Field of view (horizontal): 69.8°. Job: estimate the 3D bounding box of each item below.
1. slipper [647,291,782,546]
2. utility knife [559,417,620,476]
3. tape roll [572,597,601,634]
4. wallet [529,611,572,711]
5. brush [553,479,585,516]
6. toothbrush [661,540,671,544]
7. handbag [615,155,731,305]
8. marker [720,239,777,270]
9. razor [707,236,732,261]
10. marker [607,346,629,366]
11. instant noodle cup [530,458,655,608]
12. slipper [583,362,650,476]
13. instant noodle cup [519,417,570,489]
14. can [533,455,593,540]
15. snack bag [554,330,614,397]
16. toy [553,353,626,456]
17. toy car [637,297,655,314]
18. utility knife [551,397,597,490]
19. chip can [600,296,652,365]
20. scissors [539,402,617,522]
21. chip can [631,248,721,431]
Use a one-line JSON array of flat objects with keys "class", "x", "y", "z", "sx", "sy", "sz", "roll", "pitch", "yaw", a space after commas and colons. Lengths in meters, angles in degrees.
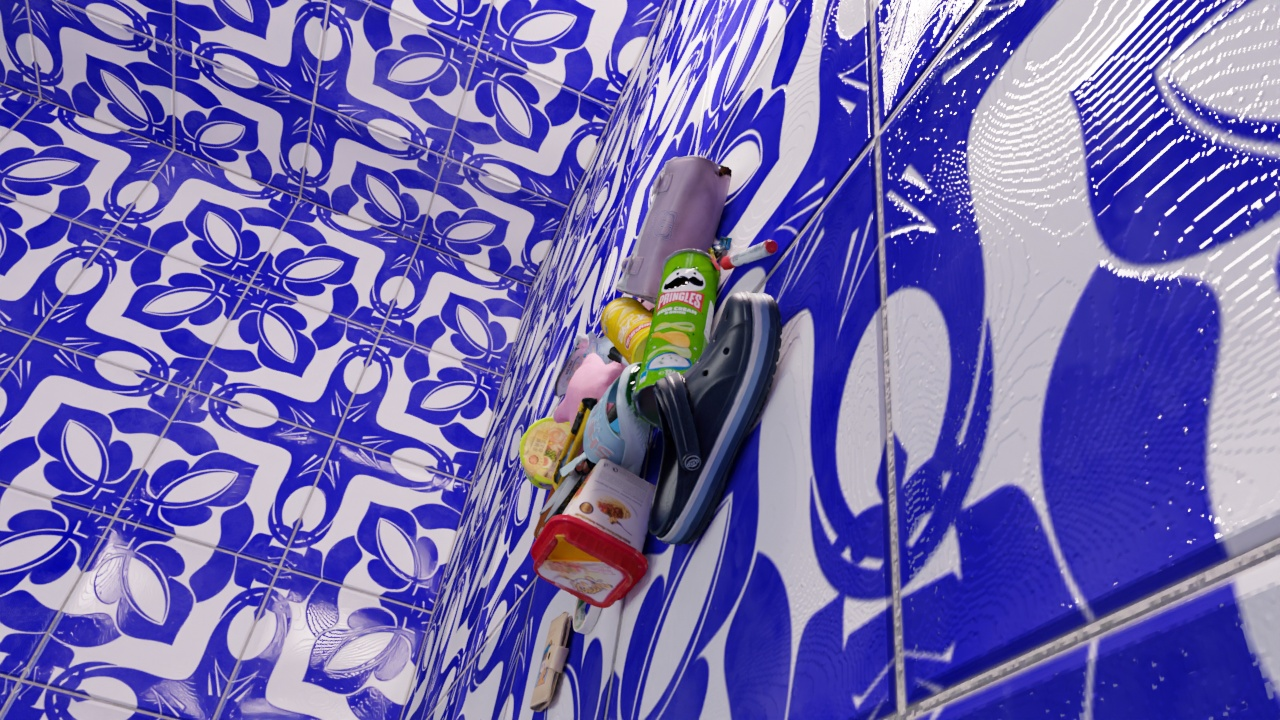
[{"class": "slipper", "x": 0.051, "y": 0.048, "z": 0.854, "sx": 0.105, "sy": 0.095, "sz": 0.253, "roll": -122, "pitch": 50, "yaw": -72}, {"class": "utility knife", "x": -0.039, "y": 0.097, "z": 1.188, "sx": 0.226, "sy": 0.018, "sz": 0.034, "roll": -38, "pitch": 37, "yaw": 35}, {"class": "tape roll", "x": -0.061, "y": 0.292, "z": 1.125, "sx": 0.086, "sy": 0.014, "sz": 0.086, "roll": -160, "pitch": 91, "yaw": -78}, {"class": "wallet", "x": -0.113, "y": 0.387, "z": 1.179, "sx": 0.087, "sy": 0.024, "sz": 0.115, "roll": 120, "pitch": 167, "yaw": -58}, {"class": "brush", "x": -0.100, "y": 0.236, "z": 1.288, "sx": 0.074, "sy": 0.055, "sz": 0.143, "roll": 150, "pitch": 138, "yaw": -70}, {"class": "toothbrush", "x": 0.057, "y": 0.096, "z": 0.926, "sx": 0.017, "sy": 0.016, "sz": 0.187, "roll": 7, "pitch": 76, "yaw": 61}, {"class": "handbag", "x": 0.046, "y": -0.171, "z": 1.238, "sx": 0.197, "sy": 0.098, "sz": 0.145, "roll": -70, "pitch": 17, "yaw": 0}, {"class": "marker", "x": 0.117, "y": -0.114, "z": 1.001, "sx": 0.145, "sy": 0.017, "sz": 0.017, "roll": 176, "pitch": 114, "yaw": -77}, {"class": "razor", "x": 0.074, "y": -0.089, "z": 1.136, "sx": 0.042, "sy": 0.022, "sz": 0.143, "roll": -124, "pitch": 55, "yaw": -78}, {"class": "marker", "x": -0.007, "y": 0.007, "z": 1.237, "sx": 0.022, "sy": 0.018, "sz": 0.131, "roll": -51, "pitch": 34, "yaw": -5}, {"class": "instant noodle cup", "x": -0.044, "y": 0.187, "z": 1.015, "sx": 0.117, "sy": 0.116, "sz": 0.123, "roll": -57, "pitch": 6, "yaw": 46}, {"class": "slipper", "x": -0.028, "y": 0.086, "z": 1.079, "sx": 0.246, "sy": 0.074, "sz": 0.103, "roll": 100, "pitch": -179, "yaw": -54}, {"class": "instant noodle cup", "x": -0.150, "y": 0.165, "z": 1.526, "sx": 0.124, "sy": 0.111, "sz": 0.111, "roll": 120, "pitch": 166, "yaw": -67}, {"class": "can", "x": -0.108, "y": 0.206, "z": 1.364, "sx": 0.058, "sy": 0.058, "sz": 0.147, "roll": -126, "pitch": 58, "yaw": -76}, {"class": "snack bag", "x": -0.087, "y": 0.005, "z": 1.468, "sx": 0.110, "sy": 0.039, "sz": 0.190, "roll": -58, "pitch": -13, "yaw": 9}, {"class": "toy", "x": -0.068, "y": 0.065, "z": 1.332, "sx": 0.195, "sy": 0.074, "sz": 0.178, "roll": -11, "pitch": 57, "yaw": 54}, {"class": "toy car", "x": 0.005, "y": -0.066, "z": 1.371, "sx": 0.056, "sy": 0.037, "sz": 0.123, "roll": -81, "pitch": 15, "yaw": -48}, {"class": "utility knife", "x": -0.094, "y": 0.118, "z": 1.285, "sx": 0.033, "sy": 0.015, "sz": 0.157, "roll": 39, "pitch": 114, "yaw": 45}, {"class": "chip can", "x": 0.001, "y": -0.029, "z": 1.189, "sx": 0.072, "sy": 0.072, "sz": 0.213, "roll": -67, "pitch": 18, "yaw": 10}, {"class": "scissors", "x": -0.065, "y": 0.138, "z": 1.228, "sx": 0.153, "sy": 0.021, "sz": 0.234, "roll": 21, "pitch": 89, "yaw": 49}, {"class": "chip can", "x": 0.044, "y": -0.028, "z": 1.016, "sx": 0.235, "sy": 0.072, "sz": 0.072, "roll": -77, "pitch": 14, "yaw": -46}]
